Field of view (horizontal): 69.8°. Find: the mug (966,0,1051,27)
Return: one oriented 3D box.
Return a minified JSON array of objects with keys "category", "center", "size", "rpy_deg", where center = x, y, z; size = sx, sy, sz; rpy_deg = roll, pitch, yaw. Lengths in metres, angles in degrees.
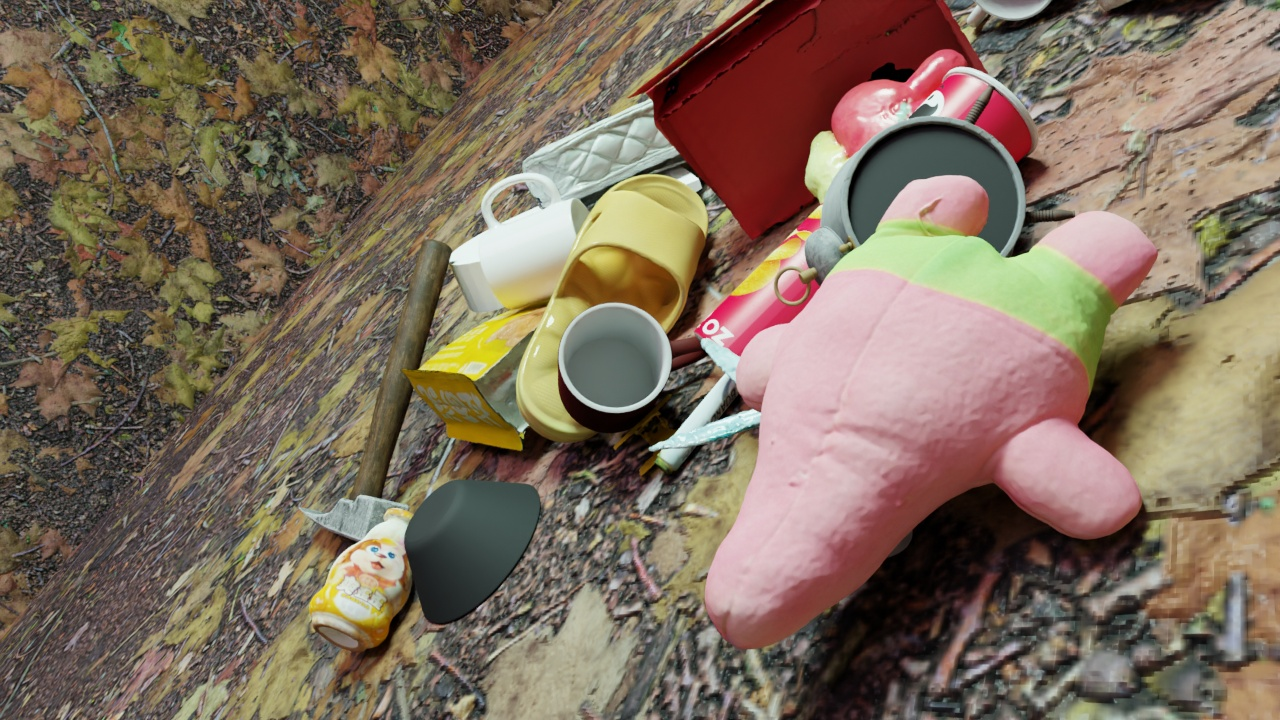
[{"category":"mug","center":[0.286,-0.298,0.685],"size":[0.089,0.071,0.107],"rpy_deg":[-46,-5,-23]}]

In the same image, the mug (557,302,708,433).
[{"category":"mug","center":[-0.004,0.004,0.624],"size":[0.105,0.073,0.083],"rpy_deg":[-13,-12,-8]}]

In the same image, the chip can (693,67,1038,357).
[{"category":"chip can","center":[0.132,-0.071,0.550],"size":[0.220,0.069,0.069],"rpy_deg":[-45,24,1]}]

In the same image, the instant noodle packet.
[{"category":"instant noodle packet","center":[-0.081,-0.021,0.818],"size":[0.221,0.084,0.163],"rpy_deg":[-40,20,-25]}]

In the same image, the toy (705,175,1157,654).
[{"category":"toy","center":[0.108,0.024,0.391],"size":[0.192,0.097,0.236],"rpy_deg":[25,71,43]}]

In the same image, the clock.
[{"category":"clock","center":[0.138,-0.070,0.486],"size":[0.148,0.104,0.056],"rpy_deg":[-28,-9,1]}]

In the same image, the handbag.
[{"category":"handbag","center":[-0.017,-0.209,0.921],"size":[0.194,0.072,0.139],"rpy_deg":[-27,13,-12]}]

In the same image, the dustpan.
[{"category":"dustpan","center":[-0.069,-0.129,0.951],"size":[0.258,0.053,0.191],"rpy_deg":[-22,21,0]}]

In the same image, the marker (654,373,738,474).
[{"category":"marker","center":[0.060,0.014,0.594],"size":[0.146,0.017,0.017],"rpy_deg":[-50,25,-9]}]

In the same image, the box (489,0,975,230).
[{"category":"box","center":[0.085,-0.175,0.569],"size":[0.213,0.148,0.373],"rpy_deg":[-31,2,24]}]

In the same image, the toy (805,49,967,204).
[{"category":"toy","center":[0.169,-0.152,0.625],"size":[0.135,0.045,0.091],"rpy_deg":[-43,59,24]}]

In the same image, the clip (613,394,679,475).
[{"category":"clip","center":[0.008,0.047,0.615],"size":[0.054,0.048,0.046],"rpy_deg":[-44,49,5]}]

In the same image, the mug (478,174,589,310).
[{"category":"mug","center":[-0.093,-0.110,0.810],"size":[0.091,0.110,0.073],"rpy_deg":[-18,16,16]}]

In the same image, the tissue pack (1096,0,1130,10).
[{"category":"tissue pack","center":[0.365,-0.291,0.552],"size":[0.181,0.071,0.104],"rpy_deg":[-42,9,2]}]

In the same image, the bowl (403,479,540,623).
[{"category":"bowl","center":[-0.138,0.127,0.683],"size":[0.124,0.052,0.123],"rpy_deg":[-36,26,20]}]

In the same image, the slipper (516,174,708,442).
[{"category":"slipper","center":[-0.015,-0.058,0.715],"size":[0.262,0.099,0.079],"rpy_deg":[-65,7,-28]}]

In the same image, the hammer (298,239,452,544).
[{"category":"hammer","center":[-0.255,0.028,0.912],"size":[0.218,0.037,0.300],"rpy_deg":[-4,70,56]}]

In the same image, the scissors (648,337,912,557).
[{"category":"scissors","center":[0.095,0.024,0.469],"size":[0.175,0.013,0.170],"rpy_deg":[-34,45,-11]}]

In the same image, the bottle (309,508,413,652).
[{"category":"bottle","center":[-0.208,0.168,0.717],"size":[0.063,0.063,0.108],"rpy_deg":[-21,34,42]}]
